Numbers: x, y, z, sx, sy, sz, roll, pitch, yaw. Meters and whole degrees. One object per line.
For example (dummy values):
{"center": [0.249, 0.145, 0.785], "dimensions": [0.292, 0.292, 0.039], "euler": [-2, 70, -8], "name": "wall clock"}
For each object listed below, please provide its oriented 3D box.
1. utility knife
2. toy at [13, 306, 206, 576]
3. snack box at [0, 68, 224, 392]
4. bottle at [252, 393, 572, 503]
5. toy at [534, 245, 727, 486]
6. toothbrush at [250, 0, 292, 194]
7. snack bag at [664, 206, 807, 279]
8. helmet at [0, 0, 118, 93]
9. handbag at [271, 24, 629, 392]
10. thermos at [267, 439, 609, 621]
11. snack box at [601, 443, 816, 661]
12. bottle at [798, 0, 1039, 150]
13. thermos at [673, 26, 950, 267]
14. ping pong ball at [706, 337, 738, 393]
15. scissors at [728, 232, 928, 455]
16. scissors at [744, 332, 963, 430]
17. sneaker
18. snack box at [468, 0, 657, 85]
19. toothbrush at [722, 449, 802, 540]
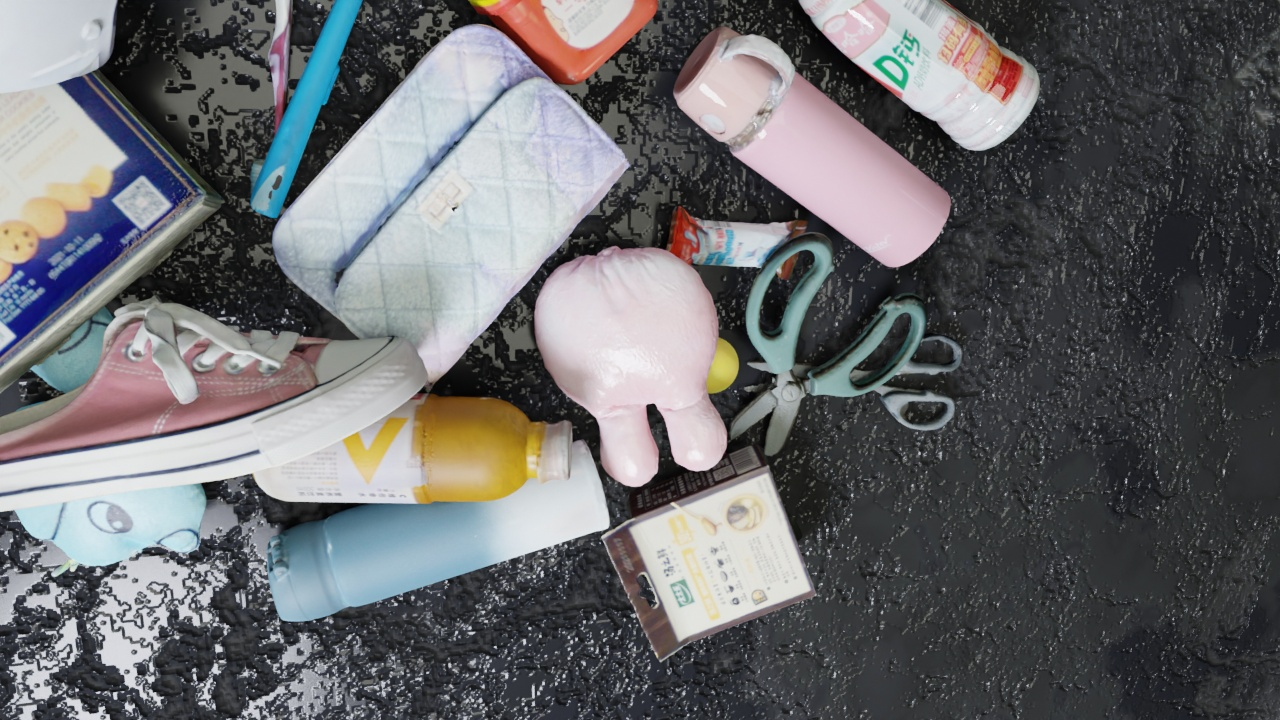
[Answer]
{"center": [-0.179, -0.179, 0.528], "dimensions": [0.018, 0.034, 0.204], "euler": [22, 89, -28], "name": "utility knife"}
{"center": [-0.323, 0.050, 0.544], "dimensions": [0.161, 0.050, 0.156], "euler": [32, 91, -15], "name": "toy"}
{"center": [-0.357, -0.096, 0.485], "dimensions": [0.178, 0.046, 0.182], "euler": [-41, 100, -3], "name": "snack box"}
{"center": [-0.137, 0.054, 0.565], "dimensions": [0.189, 0.068, 0.068], "euler": [1, 103, -1], "name": "bottle"}
{"center": [-0.004, 0.004, 0.607], "dimensions": [0.121, 0.054, 0.159], "euler": [-13, 100, 12], "name": "toy"}
{"center": [-0.214, -0.181, 0.535], "dimensions": [0.017, 0.016, 0.188], "euler": [6, 102, -7], "name": "toothbrush"}
{"center": [0.064, -0.080, 0.632], "dimensions": [0.104, 0.026, 0.048], "euler": [6, 114, -16], "name": "snack bag"}
{"center": [-0.337, -0.251, 0.381], "dimensions": [0.229, 0.146, 0.258], "euler": [10, 86, -3], "name": "helmet"}
{"center": [-0.116, -0.092, 0.551], "dimensions": [0.134, 0.075, 0.194], "euler": [41, 91, -22], "name": "handbag"}
{"center": [-0.132, 0.113, 0.606], "dimensions": [0.220, 0.070, 0.070], "euler": [-16, 107, -10], "name": "thermos"}
{"center": [0.049, 0.138, 0.661], "dimensions": [0.126, 0.053, 0.113], "euler": [-21, 108, 4], "name": "snack box"}
{"center": [0.171, -0.217, 0.608], "dimensions": [0.197, 0.068, 0.068], "euler": [29, 94, -16], "name": "bottle"}
{"center": [0.118, -0.141, 0.600], "dimensions": [0.198, 0.087, 0.067], "euler": [32, 71, -21], "name": "thermos"}
{"center": [0.048, 0.003, 0.639], "dimensions": [0.040, 0.040, 0.040], "euler": [-4, 104, -15], "name": "ping pong ball"}
{"center": [0.138, -0.004, 0.662], "dimensions": [0.176, 0.019, 0.175], "euler": [4, 111, -17], "name": "scissors"}
{"center": [0.165, 0.022, 0.692], "dimensions": [0.170, 0.014, 0.150], "euler": [-35, 109, -4], "name": "scissors"}
{"center": [-0.238, 0.011, 0.483], "dimensions": [0.241, 0.118, 0.088], "euler": [-12, 107, -3], "name": "sneaker"}
{"center": [-0.043, -0.216, 0.541], "dimensions": [0.091, 0.082, 0.080], "euler": [-43, 120, -3], "name": "snack box"}
{"center": [0.059, 0.070, 0.676], "dimensions": [0.014, 0.018, 0.189], "euler": [-44, 107, -3], "name": "toothbrush"}
